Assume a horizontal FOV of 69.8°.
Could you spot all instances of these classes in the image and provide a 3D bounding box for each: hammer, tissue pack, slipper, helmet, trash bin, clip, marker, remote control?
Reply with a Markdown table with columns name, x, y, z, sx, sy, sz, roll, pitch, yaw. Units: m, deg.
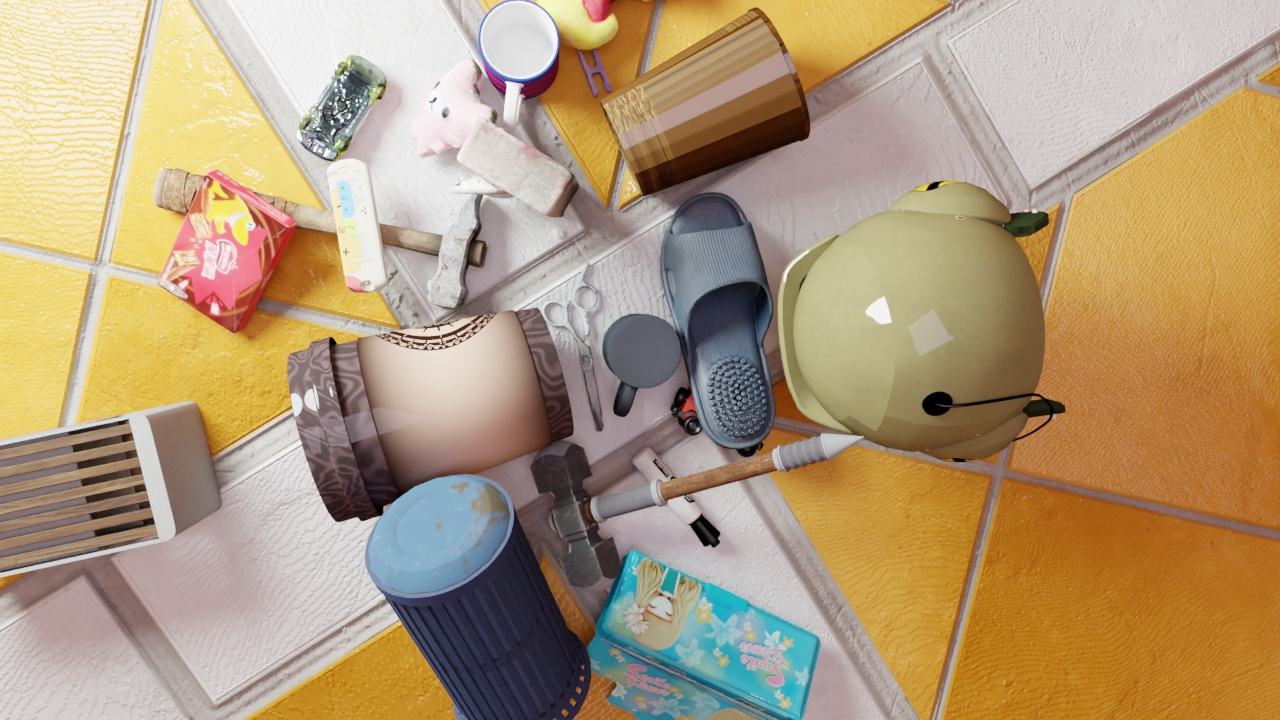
| name | x | y | z | sx | sy | sz | roll | pitch | yaw |
| --- | --- | --- | --- | --- | --- | --- | --- | --- | --- |
| hammer | -0.307 | -0.136 | 0.892 | 0.318 | 0.049 | 0.121 | 11 | 90 | -4 |
| tissue pack | -0.115 | -0.165 | 0.838 | 0.104 | 0.181 | 0.071 | 29 | 99 | -6 |
| slipper | 0.080 | -0.047 | 0.889 | 0.101 | 0.082 | 0.263 | -6 | 78 | -6 |
| hammer | 0.051 | 0.115 | 0.858 | 0.323 | 0.043 | 0.156 | -19 | 88 | 25 |
| helmet | 0.242 | -0.030 | 0.831 | 0.233 | 0.256 | 0.250 | -7 | 93 | -7 |
| trash bin | -0.534 | 0.121 | 0.849 | 0.229 | 0.114 | 0.114 | -12 | 94 | -5 |
| clip | -0.043 | -0.292 | 0.921 | 0.037 | 0.013 | 0.053 | -6 | 96 | -4 |
| trash bin | -0.142 | 0.224 | 0.822 | 0.139 | 0.139 | 0.250 | -19 | 129 | -4 |
| marker | 0.039 | 0.144 | 0.949 | 0.025 | 0.025 | 0.126 | -40 | 96 | -2 |
| remote control | -0.266 | -0.126 | 0.865 | 0.038 | 0.018 | 0.125 | -9 | 90 | -4 |

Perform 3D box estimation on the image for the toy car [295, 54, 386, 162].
| name | x | y | z | sx | sy | sz | roll | pitch | yaw |
| --- | --- | --- | --- | --- | --- | --- | --- | --- | --- |
| toy car | -0.288 | -0.243 | 0.890 | 0.048 | 0.033 | 0.105 | 32 | 86 | -4 |

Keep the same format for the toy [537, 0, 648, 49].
| name | x | y | z | sx | sy | sz | roll | pitch | yaw |
| --- | --- | --- | --- | --- | --- | --- | --- | --- | --- |
| toy | -0.037 | -0.368 | 0.896 | 0.137 | 0.067 | 0.105 | -27 | 88 | 6 |

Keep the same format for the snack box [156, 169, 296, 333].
| name | x | y | z | sx | sy | sz | roll | pitch | yaw |
| --- | --- | --- | --- | --- | --- | --- | --- | --- | --- |
| snack box | -0.393 | -0.102 | 0.871 | 0.089 | 0.021 | 0.133 | 33 | 113 | -7 |

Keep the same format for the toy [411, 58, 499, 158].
| name | x | y | z | sx | sy | sz | roll | pitch | yaw |
| --- | --- | --- | --- | --- | --- | --- | --- | --- | --- |
| toy | -0.184 | -0.235 | 0.888 | 0.096 | 0.052 | 0.099 | -31 | 60 | 18 |

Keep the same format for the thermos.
| name | x | y | z | sx | sy | sz | roll | pitch | yaw |
| --- | --- | --- | --- | --- | --- | --- | --- | --- | --- |
| thermos | -0.189 | 0.040 | 0.856 | 0.226 | 0.173 | 0.173 | -16 | 95 | -11 |

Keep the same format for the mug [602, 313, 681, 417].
| name | x | y | z | sx | sy | sz | roll | pitch | yaw |
| --- | --- | --- | --- | --- | --- | --- | --- | --- | --- |
| mug | -0.005 | 0.005 | 0.909 | 0.071 | 0.077 | 0.105 | 18 | 92 | -6 |

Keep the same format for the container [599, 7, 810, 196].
| name | x | y | z | sx | sy | sz | roll | pitch | yaw |
| --- | --- | --- | --- | --- | --- | --- | --- | --- | --- |
| container | 0.057 | -0.239 | 0.881 | 0.167 | 0.132 | 0.132 | -25 | 95 | 2 |

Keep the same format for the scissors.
| name | x | y | z | sx | sy | sz | roll | pitch | yaw |
| --- | --- | --- | --- | --- | --- | --- | --- | --- | --- |
| scissors | -0.049 | -0.013 | 0.936 | 0.090 | 0.014 | 0.171 | -32 | 93 | -2 |

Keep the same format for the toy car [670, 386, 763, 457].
| name | x | y | z | sx | sy | sz | roll | pitch | yaw |
| --- | --- | --- | --- | --- | --- | --- | --- | --- | --- |
| toy car | 0.080 | 0.060 | 0.934 | 0.100 | 0.051 | 0.049 | 23 | 93 | -6 |

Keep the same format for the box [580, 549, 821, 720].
| name | x | y | z | sx | sy | sz | roll | pitch | yaw |
| --- | --- | --- | --- | --- | --- | --- | --- | --- | --- |
| box | 0.056 | 0.314 | 0.938 | 0.227 | 0.083 | 0.172 | 27 | 90 | -7 |

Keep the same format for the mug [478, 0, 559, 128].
| name | x | y | z | sx | sy | sz | roll | pitch | yaw |
| --- | --- | --- | --- | --- | --- | --- | --- | --- | --- |
| mug | -0.118 | -0.279 | 0.882 | 0.075 | 0.076 | 0.112 | 7 | 93 | -6 |
